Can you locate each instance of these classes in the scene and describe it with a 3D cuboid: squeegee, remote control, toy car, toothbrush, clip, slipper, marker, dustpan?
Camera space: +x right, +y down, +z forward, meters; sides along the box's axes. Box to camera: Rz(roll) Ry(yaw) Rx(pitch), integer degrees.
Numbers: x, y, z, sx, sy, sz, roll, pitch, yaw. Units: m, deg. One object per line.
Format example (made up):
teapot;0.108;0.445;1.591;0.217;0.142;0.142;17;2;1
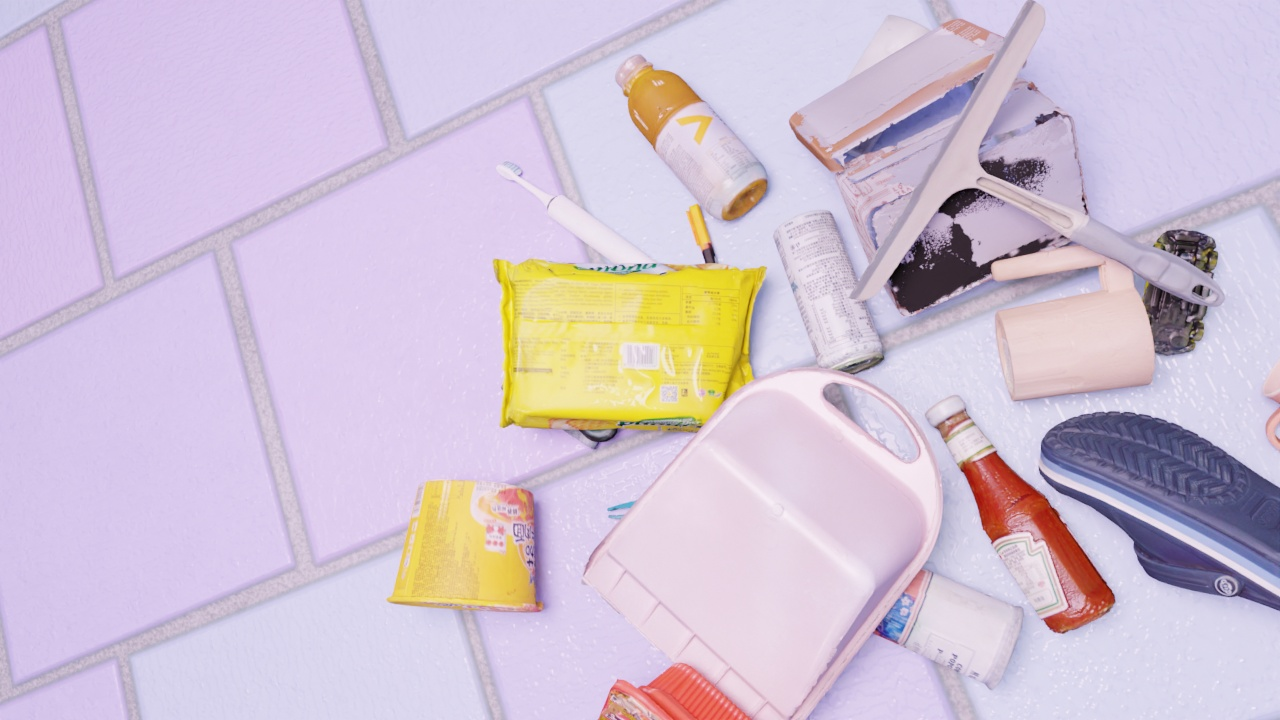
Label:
squeegee;0.329;-0.104;0.699;0.246;0.039;0.247;25;117;-1
remote control;0.224;-0.259;0.868;0.056;0.019;0.135;32;91;18
toy car;0.446;-0.056;0.767;0.048;0.032;0.105;9;94;16
toothbrush;-0.064;-0.140;0.923;0.221;0.027;0.026;37;53;18
clip;-0.005;0.141;0.865;0.057;0.015;0.049;-9;81;12
slipper;0.434;0.128;0.711;0.253;0.104;0.095;31;131;31
marker;0.067;-0.093;0.883;0.015;0.018;0.123;-19;77;11
dustpan;0.114;0.148;0.760;0.222;0.138;0.274;42;128;15

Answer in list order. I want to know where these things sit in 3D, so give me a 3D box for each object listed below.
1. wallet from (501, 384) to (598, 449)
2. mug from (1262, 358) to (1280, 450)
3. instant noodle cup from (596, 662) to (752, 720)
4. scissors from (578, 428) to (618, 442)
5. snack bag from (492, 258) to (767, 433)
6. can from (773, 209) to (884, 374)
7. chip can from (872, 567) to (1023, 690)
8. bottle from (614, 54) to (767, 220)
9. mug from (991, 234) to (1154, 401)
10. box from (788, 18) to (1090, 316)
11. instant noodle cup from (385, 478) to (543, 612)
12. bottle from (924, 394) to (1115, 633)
wallet;-0.067;0.017;0.902;0.121;0.019;0.097;31;88;19
mug;0.547;0.035;0.704;0.106;0.081;0.115;36;118;16
instant noodle cup;0.044;0.329;0.758;0.164;0.189;0.078;39;56;16
scissors;-0.005;0.005;0.866;0.170;0.019;0.178;27;91;1
snack bag;-0.011;-0.012;0.824;0.246;0.068;0.158;1;90;1
can;0.169;-0.060;0.829;0.058;0.058;0.146;-20;76;11
chip can;0.200;0.194;0.770;0.215;0.071;0.071;22;87;18
bottle;0.044;-0.219;0.885;0.068;0.068;0.189;-40;73;6
mug;0.351;-0.032;0.754;0.104;0.084;0.124;-10;99;15
box;0.250;-0.177;0.804;0.183;0.157;0.193;-26;39;9
instant noodle cup;-0.157;0.172;0.845;0.138;0.138;0.109;-2;71;15
bottle;0.307;0.122;0.762;0.060;0.059;0.206;-32;70;8
